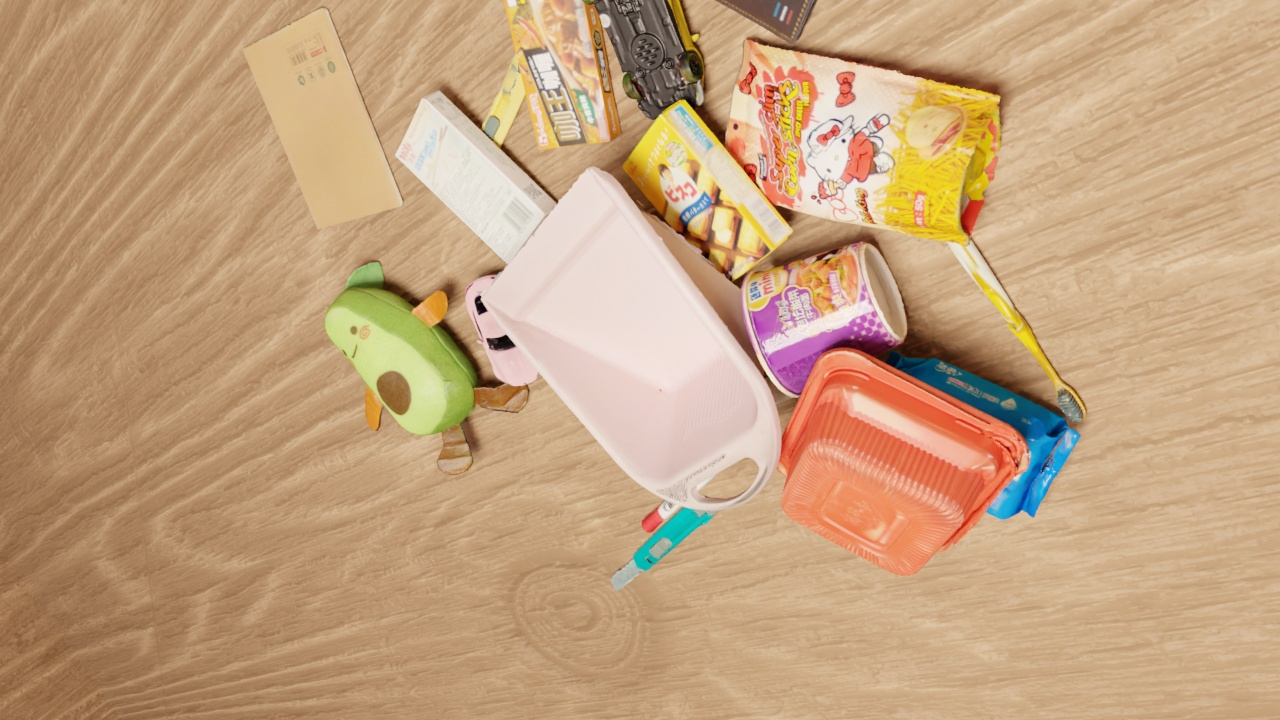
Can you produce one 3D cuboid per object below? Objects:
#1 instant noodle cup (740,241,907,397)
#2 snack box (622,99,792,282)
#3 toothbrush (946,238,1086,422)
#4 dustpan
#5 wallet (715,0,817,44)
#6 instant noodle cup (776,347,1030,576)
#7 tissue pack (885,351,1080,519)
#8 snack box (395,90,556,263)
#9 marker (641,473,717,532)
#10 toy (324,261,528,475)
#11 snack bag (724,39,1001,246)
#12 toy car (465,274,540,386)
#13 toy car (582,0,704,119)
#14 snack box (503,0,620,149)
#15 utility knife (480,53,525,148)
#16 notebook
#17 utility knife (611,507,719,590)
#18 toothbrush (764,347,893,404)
[{"bbox_3d":[0.147,-0.038,0.722,0.099,0.111,0.111,-23,100,30],"label":"instant noodle cup"},{"bbox_3d":[0.053,-0.134,0.756,0.140,0.033,0.087,52,152,-1],"label":"snack box"},{"bbox_3d":[0.279,-0.030,0.691,0.016,0.018,0.191,-33,95,38],"label":"toothbrush"},{"bbox_3d":[-0.005,0.005,0.776,0.273,0.138,0.223,28,142,-16],"label":"dustpan"},{"bbox_3d":[0.084,-0.305,0.674,0.122,0.020,0.097,36,129,15],"label":"wallet"},{"bbox_3d":[0.182,0.089,0.697,0.164,0.078,0.189,27,145,12],"label":"instant noodle cup"},{"bbox_3d":[0.254,0.057,0.730,0.157,0.052,0.095,27,130,19],"label":"tissue pack"},{"bbox_3d":[-0.160,-0.174,0.883,0.157,0.026,0.085,44,135,-2],"label":"snack box"},{"bbox_3d":[0.044,0.136,0.935,0.017,0.017,0.146,45,130,5],"label":"marker"},{"bbox_3d":[-0.253,0.009,1.015,0.247,0.089,0.228,41,120,3],"label":"toy"},{"bbox_3d":[0.155,-0.160,0.684,0.208,0.073,0.129,22,125,31],"label":"snack bag"},{"bbox_3d":[-0.140,-0.029,0.944,0.056,0.037,0.122,-17,107,13],"label":"toy car"},{"bbox_3d":[0.004,-0.266,0.729,0.071,0.041,0.156,-8,119,35],"label":"toy car"},{"bbox_3d":[-0.068,-0.262,0.784,0.075,0.026,0.154,0,115,26],"label":"snack box"},{"bbox_3d":[-0.129,-0.234,0.856,0.031,0.018,0.165,39,125,3],"label":"utility knife"},{"bbox_3d":[-0.343,-0.252,0.987,0.148,0.008,0.208,-6,110,36],"label":"notebook"},{"bbox_3d":[0.021,0.201,0.987,0.029,0.013,0.206,45,130,5],"label":"utility knife"},{"bbox_3d":[0.129,0.021,0.812,0.222,0.026,0.026,-27,77,40],"label":"toothbrush"}]
